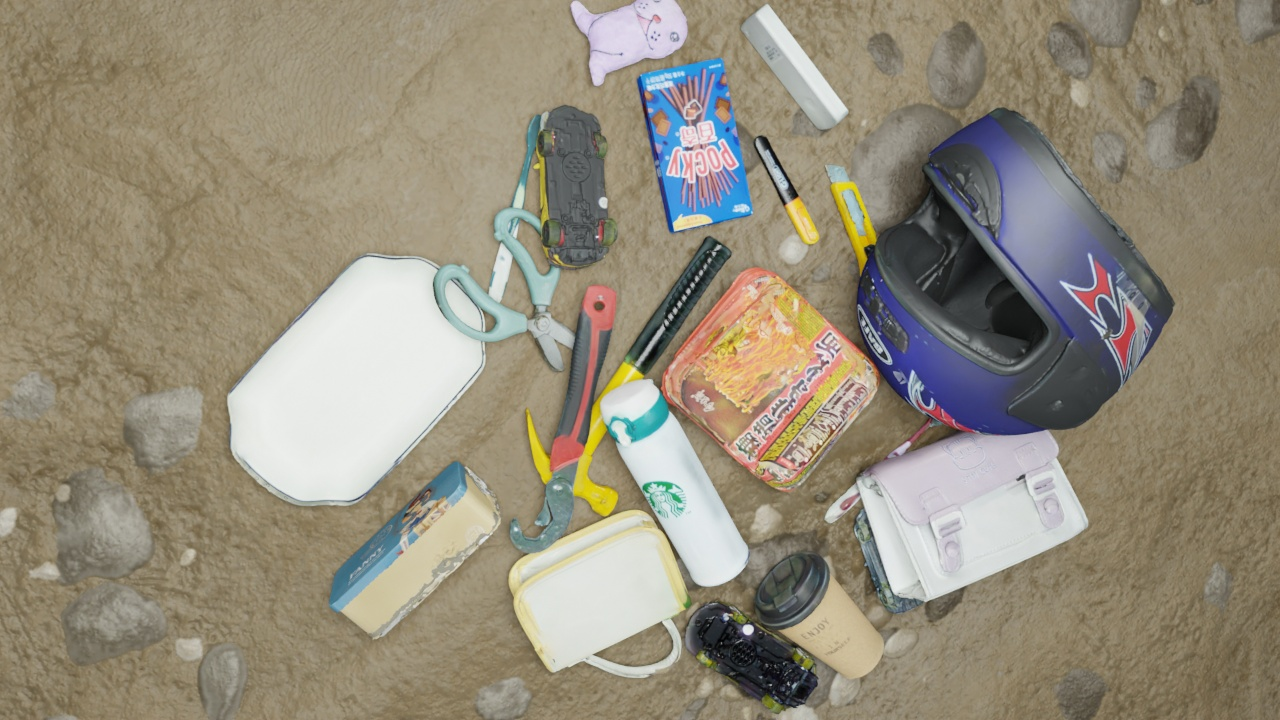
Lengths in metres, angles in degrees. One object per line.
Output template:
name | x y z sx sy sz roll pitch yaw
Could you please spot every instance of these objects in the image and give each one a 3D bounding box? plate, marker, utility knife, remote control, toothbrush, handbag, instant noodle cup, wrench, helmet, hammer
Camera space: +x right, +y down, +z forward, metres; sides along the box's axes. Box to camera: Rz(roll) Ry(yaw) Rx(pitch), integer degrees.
plate | -0.269 0.018 0.881 0.162 0.034 0.265 42 88 -12
marker | 0.149 -0.174 0.939 0.018 0.015 0.124 -31 99 -9
utility knife | 0.232 -0.126 0.958 0.033 0.015 0.173 -26 100 -9
remote control | 0.153 -0.287 0.906 0.019 0.056 0.135 -42 101 -4
toothbrush | 0.270 0.111 0.991 0.187 0.017 0.016 -42 101 -3
toothbrush | -0.123 -0.145 0.897 0.016 0.018 0.192 13 97 -16
handbag | -0.033 0.256 0.940 0.163 0.063 0.179 -24 109 -7
instant noodle cup | 0.125 0.018 0.925 0.189 0.079 0.164 41 88 -13
wrench | -0.069 0.060 0.896 0.056 0.016 0.273 16 95 -12
helmet | 0.321 -0.058 0.850 0.241 0.247 0.315 -41 136 21
handbag | 0.341 0.146 0.954 0.196 0.098 0.145 -20 81 -13
hammer | -0.005 0.005 0.925 0.128 0.033 0.300 35 90 -13

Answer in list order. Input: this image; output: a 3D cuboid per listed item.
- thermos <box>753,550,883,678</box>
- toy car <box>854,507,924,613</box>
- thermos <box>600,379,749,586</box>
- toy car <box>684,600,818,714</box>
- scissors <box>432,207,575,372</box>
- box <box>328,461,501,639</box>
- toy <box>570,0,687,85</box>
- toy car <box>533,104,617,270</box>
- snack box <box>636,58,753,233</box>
thermos | 0.189 0.269 0.964 0.093 0.093 0.143 -46 109 -2
toy car | 0.271 0.213 0.995 0.054 0.037 0.120 -20 90 -11
thermos | 0.032 0.120 0.903 0.073 0.073 0.224 -31 112 -5
toy car | 0.118 0.313 0.976 0.158 0.042 0.070 36 90 -6
scissors | -0.127 -0.050 0.884 0.169 0.019 0.177 -29 110 -28
box | -0.219 0.185 0.881 0.184 0.090 0.062 -42 108 -4
toy | -0.008 -0.318 0.884 0.108 0.039 0.084 -19 91 -6
toy car | -0.064 -0.166 0.886 0.071 0.041 0.156 -4 90 -24
snack box | 0.055 -0.212 0.912 0.084 0.026 0.157 -14 99 -8
